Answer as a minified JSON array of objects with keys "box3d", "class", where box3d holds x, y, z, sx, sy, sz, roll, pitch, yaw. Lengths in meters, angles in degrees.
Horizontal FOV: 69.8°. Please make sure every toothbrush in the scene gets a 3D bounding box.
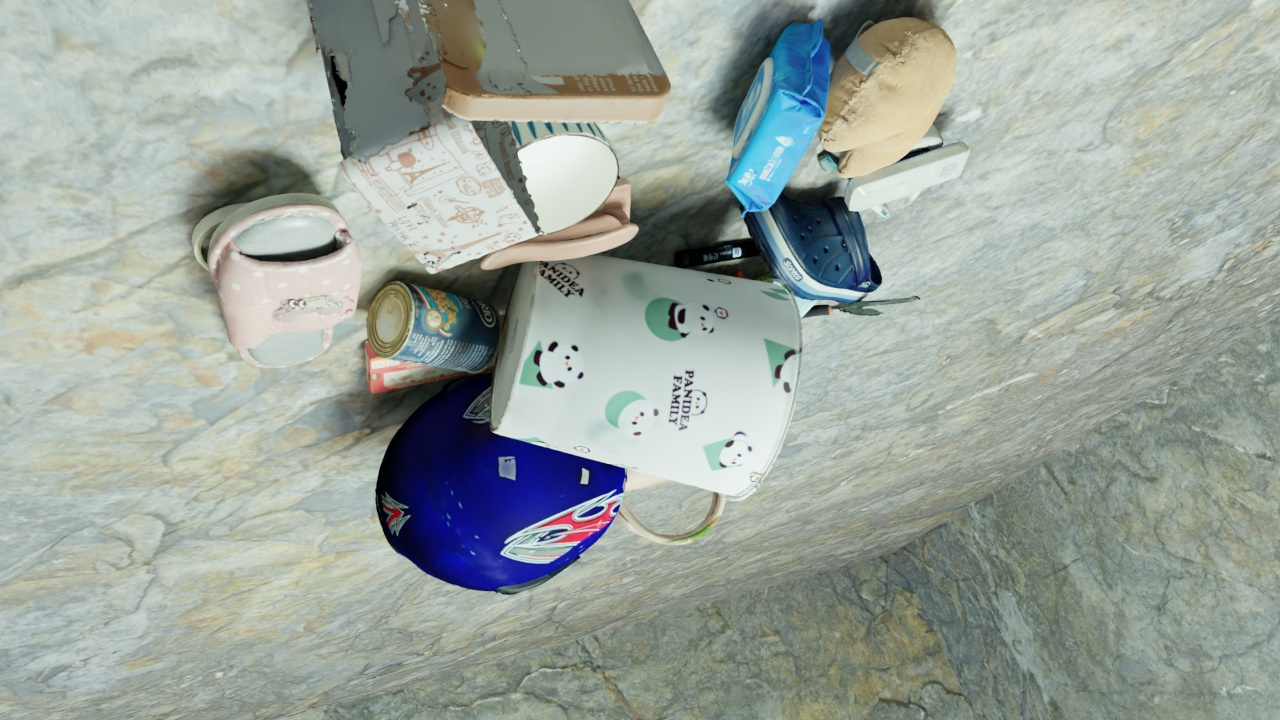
[{"box3d":[0.235,-0.187,0.998,0.018,0.016,0.191,-23,157,28],"class":"toothbrush"}]

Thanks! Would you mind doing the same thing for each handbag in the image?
[{"box3d":[0.024,0.136,1.224,0.193,0.234,0.093,-15,157,-14],"class":"handbag"}]

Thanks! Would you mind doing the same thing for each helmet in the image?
[{"box3d":[-0.133,0.130,1.056,0.241,0.247,0.314,-18,177,37],"class":"helmet"}]

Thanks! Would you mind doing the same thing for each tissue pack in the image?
[{"box3d":[0.113,-0.202,0.776,0.052,0.094,0.157,16,146,-8],"class":"tissue pack"}]

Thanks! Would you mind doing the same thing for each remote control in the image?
[{"box3d":[0.271,-0.186,0.938,0.125,0.024,0.049,-20,158,-2],"class":"remote control"}]

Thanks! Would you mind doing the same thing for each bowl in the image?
[{"box3d":[-0.082,-0.160,0.733,0.116,0.066,0.117,-18,154,-10],"class":"bowl"}]

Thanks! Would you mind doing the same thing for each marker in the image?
[{"box3d":[0.098,-0.120,1.021,0.131,0.020,0.022,-11,175,-24],"class":"marker"}]

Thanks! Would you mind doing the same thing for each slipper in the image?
[{"box3d":[0.207,-0.123,0.996,0.095,0.105,0.252,-38,150,27],"class":"slipper"},{"box3d":[-0.297,-0.048,0.772,0.114,0.054,0.275,-12,161,-27],"class":"slipper"}]

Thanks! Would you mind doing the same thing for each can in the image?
[{"box3d":[-0.201,-0.031,0.893,0.075,0.075,0.111,-37,151,30],"class":"can"}]

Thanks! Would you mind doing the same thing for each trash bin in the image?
[{"box3d":[-0.005,0.005,0.899,0.251,0.229,0.230,11,145,-15],"class":"trash bin"}]

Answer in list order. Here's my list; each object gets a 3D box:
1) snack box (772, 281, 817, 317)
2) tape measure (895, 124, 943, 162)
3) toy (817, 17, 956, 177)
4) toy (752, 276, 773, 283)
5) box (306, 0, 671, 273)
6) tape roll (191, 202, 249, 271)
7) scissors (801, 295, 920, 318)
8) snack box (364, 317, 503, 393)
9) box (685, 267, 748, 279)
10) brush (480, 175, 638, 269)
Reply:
[{"box3d":[0.141,-0.037,1.079,0.175,0.051,0.074,-50,172,31],"class":"snack box"},{"box3d":[0.274,-0.219,0.942,0.065,0.033,0.066,-9,155,-29],"class":"tape measure"},{"box3d":[0.224,-0.227,0.826,0.143,0.082,0.225,-42,165,13],"class":"toy"},{"box3d":[0.137,-0.070,1.140,0.096,0.031,0.100,-14,155,-11],"class":"toy"},{"box3d":[-0.086,-0.186,0.549,0.185,0.182,0.154,-19,156,3],"class":"box"},{"box3d":[-0.315,-0.096,0.743,0.085,0.014,0.086,-18,155,-9],"class":"tape roll"},{"box3d":[0.245,-0.068,1.126,0.189,0.015,0.225,-11,-169,18],"class":"scissors"},{"box3d":[-0.218,-0.006,0.991,0.152,0.025,0.075,-12,155,-20],"class":"snack box"},{"box3d":[0.035,-0.041,1.099,0.101,0.095,0.202,34,132,-11],"class":"box"},{"box3d":[-0.079,-0.122,0.810,0.145,0.073,0.063,-15,156,-10],"class":"brush"}]
